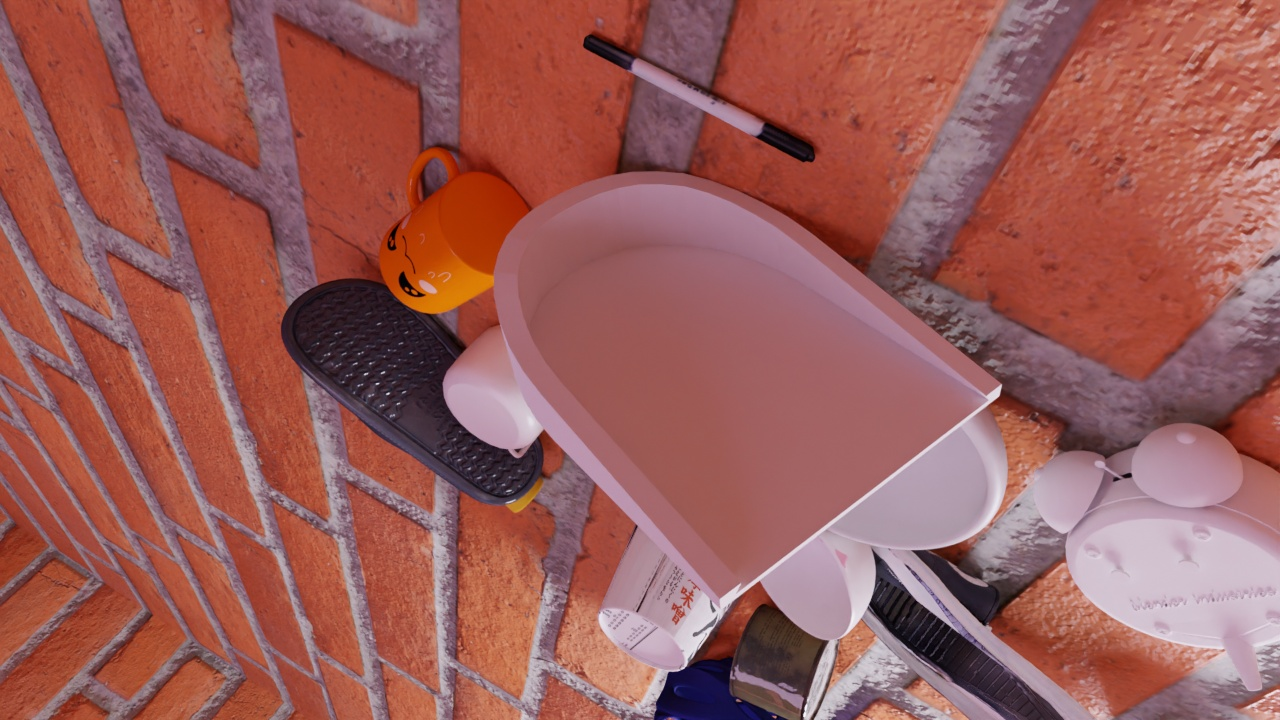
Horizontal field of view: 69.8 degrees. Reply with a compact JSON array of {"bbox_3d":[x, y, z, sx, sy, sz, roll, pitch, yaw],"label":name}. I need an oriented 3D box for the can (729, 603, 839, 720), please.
[{"bbox_3d":[0.132,0.279,0.843,0.075,0.089,0.090,15,138,25],"label":"can"}]

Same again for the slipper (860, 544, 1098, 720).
[{"bbox_3d":[0.247,0.207,0.687,0.264,0.063,0.111,45,149,27],"label":"slipper"}]

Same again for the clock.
[{"bbox_3d":[0.316,0.113,0.534,0.161,0.072,0.126,45,142,-12],"label":"clock"}]

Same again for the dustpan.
[{"bbox_3d":[0.031,-0.019,0.504,0.258,0.191,0.053,40,151,38],"label":"dustpan"}]

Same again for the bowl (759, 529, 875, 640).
[{"bbox_3d":[0.136,0.148,0.697,0.115,0.050,0.115,41,144,39],"label":"bowl"}]

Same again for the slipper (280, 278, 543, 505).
[{"bbox_3d":[-0.205,0.030,0.843,0.268,0.110,0.083,43,159,-17],"label":"slipper"}]

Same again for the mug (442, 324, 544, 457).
[{"bbox_3d":[-0.112,0.032,0.786,0.094,0.067,0.116,10,136,30],"label":"mug"}]

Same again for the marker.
[{"bbox_3d":[0.033,-0.150,0.525,0.152,0.011,0.011,30,143,9],"label":"marker"}]

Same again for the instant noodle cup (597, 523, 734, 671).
[{"bbox_3d":[0.029,0.196,0.808,0.124,0.121,0.124,21,141,19],"label":"instant noodle cup"}]

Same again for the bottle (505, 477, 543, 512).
[{"bbox_3d":[-0.162,0.087,0.906,0.143,0.043,0.043,45,142,-11],"label":"bottle"}]

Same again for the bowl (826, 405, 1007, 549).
[{"bbox_3d":[0.149,0.041,0.592,0.177,0.066,0.177,21,141,19],"label":"bowl"}]

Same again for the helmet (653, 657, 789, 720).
[{"bbox_3d":[0.074,0.411,0.917,0.147,0.227,0.242,35,147,-12],"label":"helmet"}]

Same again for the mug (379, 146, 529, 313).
[{"bbox_3d":[-0.141,-0.101,0.673,0.096,0.077,0.112,-20,86,48],"label":"mug"}]
